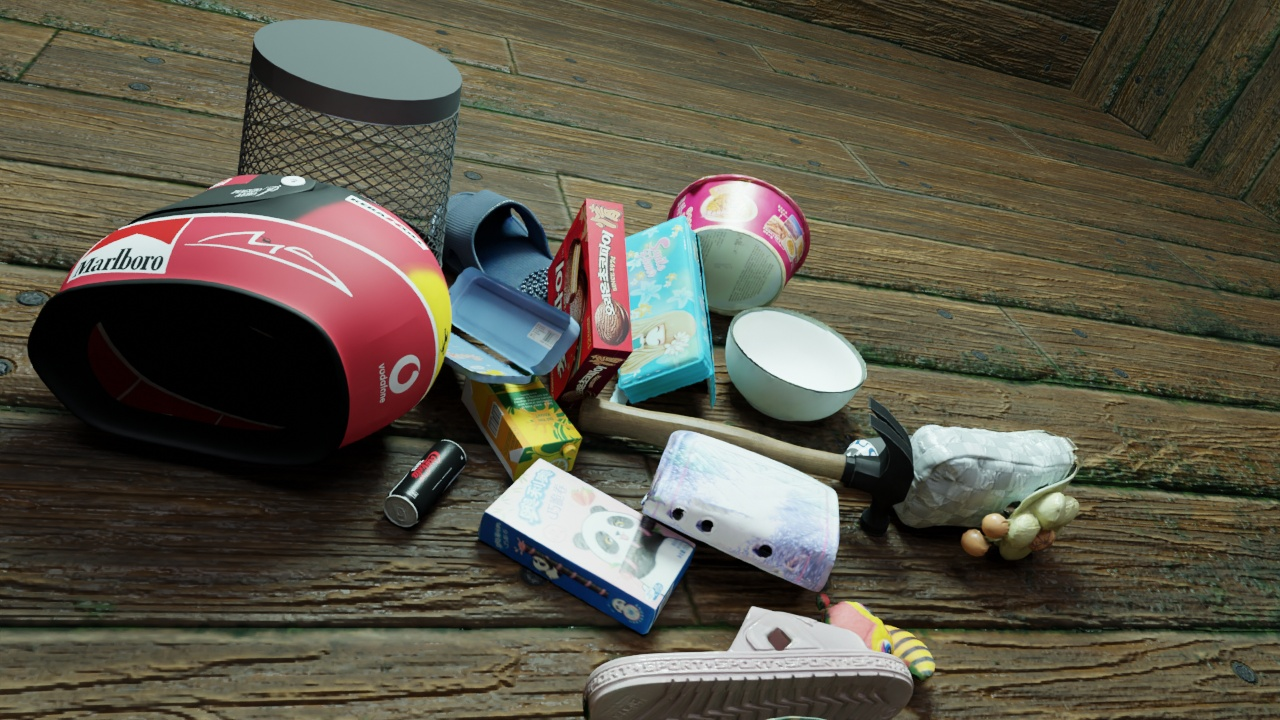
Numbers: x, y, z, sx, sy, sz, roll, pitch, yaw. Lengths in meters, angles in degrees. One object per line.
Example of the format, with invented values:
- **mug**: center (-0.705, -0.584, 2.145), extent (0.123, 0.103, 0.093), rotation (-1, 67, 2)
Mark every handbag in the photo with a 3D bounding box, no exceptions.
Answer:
- **handbag**: center (0.083, 0.128, 0.772), extent (0.158, 0.069, 0.126), rotation (22, 18, 4)
- **handbag**: center (0.327, 0.129, 0.874), extent (0.171, 0.113, 0.123), rotation (7, 42, -19)

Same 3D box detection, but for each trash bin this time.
- **trash bin**: center (-0.291, -0.191, 0.916), extent (0.217, 0.228, 0.217), rotation (13, 33, -9)

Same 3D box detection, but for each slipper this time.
- **slipper**: center (0.076, 0.214, 0.633), extent (0.239, 0.094, 0.064), rotation (4, 40, -16)
- **slipper**: center (-0.148, -0.123, 0.996), extent (0.101, 0.083, 0.263), rotation (-37, 58, -19)

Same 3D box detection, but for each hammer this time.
- **hammer**: center (0.094, 0.075, 0.844), extent (0.305, 0.132, 0.040), rotation (12, 37, 5)

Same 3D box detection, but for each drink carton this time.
- **drink carton**: center (-0.107, 0.053, 0.823), extent (0.058, 0.041, 0.122), rotation (-8, 41, -35)

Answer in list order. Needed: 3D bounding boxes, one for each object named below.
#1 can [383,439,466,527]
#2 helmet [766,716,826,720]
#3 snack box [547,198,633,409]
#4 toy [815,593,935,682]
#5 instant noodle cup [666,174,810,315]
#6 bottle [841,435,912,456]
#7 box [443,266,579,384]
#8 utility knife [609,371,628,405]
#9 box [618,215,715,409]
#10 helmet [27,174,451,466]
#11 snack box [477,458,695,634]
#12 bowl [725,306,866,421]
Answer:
- **can**: center (-0.171, 0.097, 0.733), extent (0.031, 0.032, 0.080), rotation (24, 33, 7)
- **helmet**: center (0.112, 0.272, 0.425), extent (0.192, 0.237, 0.224), rotation (9, 23, -25)
- **snack box**: center (-0.051, -0.050, 0.866), extent (0.035, 0.133, 0.151), rotation (6, 63, -20)
- **toy**: center (0.179, 0.221, 0.718), extent (0.103, 0.046, 0.084), rotation (23, 9, -12)
- **instant noodle cup**: center (0.109, -0.127, 1.099), extent (0.178, 0.179, 0.077), rotation (19, 49, 0)
- **bottle**: center (0.240, 0.101, 0.925), extent (0.112, 0.047, 0.047), rotation (-3, 39, -30)
- **box**: center (-0.152, -0.027, 0.860), extent (0.121, 0.047, 0.210), rotation (-32, 34, -25)
- **utility knife**: center (-0.006, 0.006, 0.974), extent (0.030, 0.019, 0.227), rotation (15, 36, 5)
- **box**: center (0.039, -0.035, 0.990), extent (0.097, 0.117, 0.226), rotation (-20, 44, 17)
- **helmet**: center (-0.287, -0.043, 0.732), extent (0.271, 0.198, 0.224), rotation (9, 34, -1)
- **snack box**: center (-0.041, 0.144, 0.731), extent (0.154, 0.033, 0.087), rotation (27, 33, 12)
- **bowl**: center (0.159, 0.013, 0.990), extent (0.153, 0.073, 0.153), rotation (13, 33, -9)
